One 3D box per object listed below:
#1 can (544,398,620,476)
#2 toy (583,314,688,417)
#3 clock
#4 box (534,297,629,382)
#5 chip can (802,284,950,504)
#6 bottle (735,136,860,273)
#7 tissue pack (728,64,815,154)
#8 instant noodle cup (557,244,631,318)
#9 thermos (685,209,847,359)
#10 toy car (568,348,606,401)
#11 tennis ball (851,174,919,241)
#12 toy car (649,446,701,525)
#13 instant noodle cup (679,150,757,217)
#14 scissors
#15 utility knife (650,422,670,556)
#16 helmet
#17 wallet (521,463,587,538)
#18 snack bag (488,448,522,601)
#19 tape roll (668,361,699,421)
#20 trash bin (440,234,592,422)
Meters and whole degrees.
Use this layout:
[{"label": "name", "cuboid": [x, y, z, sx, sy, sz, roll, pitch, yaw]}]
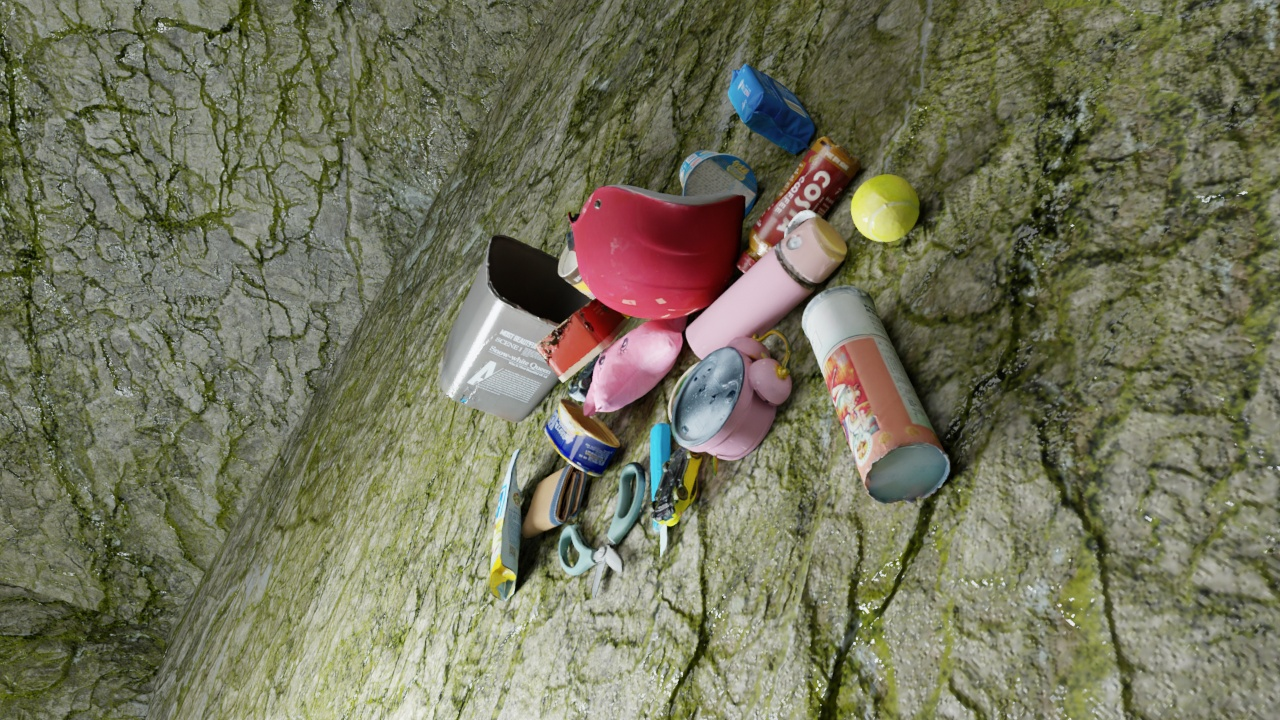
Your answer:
[{"label": "can", "cuboid": [-0.079, 0.100, 1.207, 0.049, 0.074, 0.148, -60, 26, 5]}, {"label": "toy", "cuboid": [-0.007, 0.007, 1.161, 0.195, 0.074, 0.178, -37, 14, 44]}, {"label": "clock", "cuboid": [0.102, 0.034, 0.970, 0.159, 0.059, 0.117, -56, 25, 13]}, {"label": "box", "cuboid": [-0.083, -0.041, 1.245, 0.091, 0.077, 0.168, -38, 4, 16]}, {"label": "chip can", "cuboid": [0.199, 0.024, 0.795, 0.071, 0.071, 0.214, -46, 30, 26]}, {"label": "bottle", "cuboid": [0.176, -0.168, 1.047, 0.175, 0.057, 0.057, -54, 27, 13]}, {"label": "tissue pack", "cuboid": [0.165, -0.326, 1.187, 0.052, 0.095, 0.157, -53, 26, 27]}, {"label": "instant noodle cup", "cuboid": [-0.049, -0.136, 1.349, 0.119, 0.114, 0.118, -41, 31, 32]}, {"label": "thermos", "cuboid": [0.135, -0.081, 1.014, 0.199, 0.067, 0.087, -45, 42, 30]}, {"label": "toy car", "cuboid": [-0.067, 0.020, 1.313, 0.090, 0.034, 0.043, -55, 17, -24]}, {"label": "tennis ball", "cuboid": [0.241, -0.150, 0.903, 0.066, 0.065, 0.065, -42, 31, 33]}, {"label": "toy car", "cuboid": [0.043, 0.135, 1.003, 0.048, 0.032, 0.105, -36, 24, 40]}, {"label": "instant noodle cup", "cuboid": [0.095, -0.238, 1.230, 0.099, 0.099, 0.109, -52, 20, 15]}, {"label": "scissors", "cuboid": [-0.041, 0.195, 1.106, 0.179, 0.019, 0.170, -62, 25, -7]}, {"label": "utility knife", "cuboid": [0.024, 0.143, 1.044, 0.178, 0.018, 0.034, -89, 24, -43]}, {"label": "helmet", "cuboid": [0.015, -0.119, 1.121, 0.240, 0.206, 0.144, 164, 106, -72]}, {"label": "wallet", "cuboid": [-0.116, 0.187, 1.223, 0.116, 0.033, 0.090, -33, 34, 51]}, {"label": "snack bag", "cuboid": [-0.182, 0.226, 1.270, 0.110, 0.039, 0.190, 89, -179, -47]}, {"label": "tape roll", "cuboid": [0.064, 0.041, 1.080, 0.086, 0.014, 0.085, -42, 32, 33]}, {"label": "trash bin", "cuboid": [-0.198, -0.040, 1.443, 0.220, 0.199, 0.198, -53, 26, 28]}]
